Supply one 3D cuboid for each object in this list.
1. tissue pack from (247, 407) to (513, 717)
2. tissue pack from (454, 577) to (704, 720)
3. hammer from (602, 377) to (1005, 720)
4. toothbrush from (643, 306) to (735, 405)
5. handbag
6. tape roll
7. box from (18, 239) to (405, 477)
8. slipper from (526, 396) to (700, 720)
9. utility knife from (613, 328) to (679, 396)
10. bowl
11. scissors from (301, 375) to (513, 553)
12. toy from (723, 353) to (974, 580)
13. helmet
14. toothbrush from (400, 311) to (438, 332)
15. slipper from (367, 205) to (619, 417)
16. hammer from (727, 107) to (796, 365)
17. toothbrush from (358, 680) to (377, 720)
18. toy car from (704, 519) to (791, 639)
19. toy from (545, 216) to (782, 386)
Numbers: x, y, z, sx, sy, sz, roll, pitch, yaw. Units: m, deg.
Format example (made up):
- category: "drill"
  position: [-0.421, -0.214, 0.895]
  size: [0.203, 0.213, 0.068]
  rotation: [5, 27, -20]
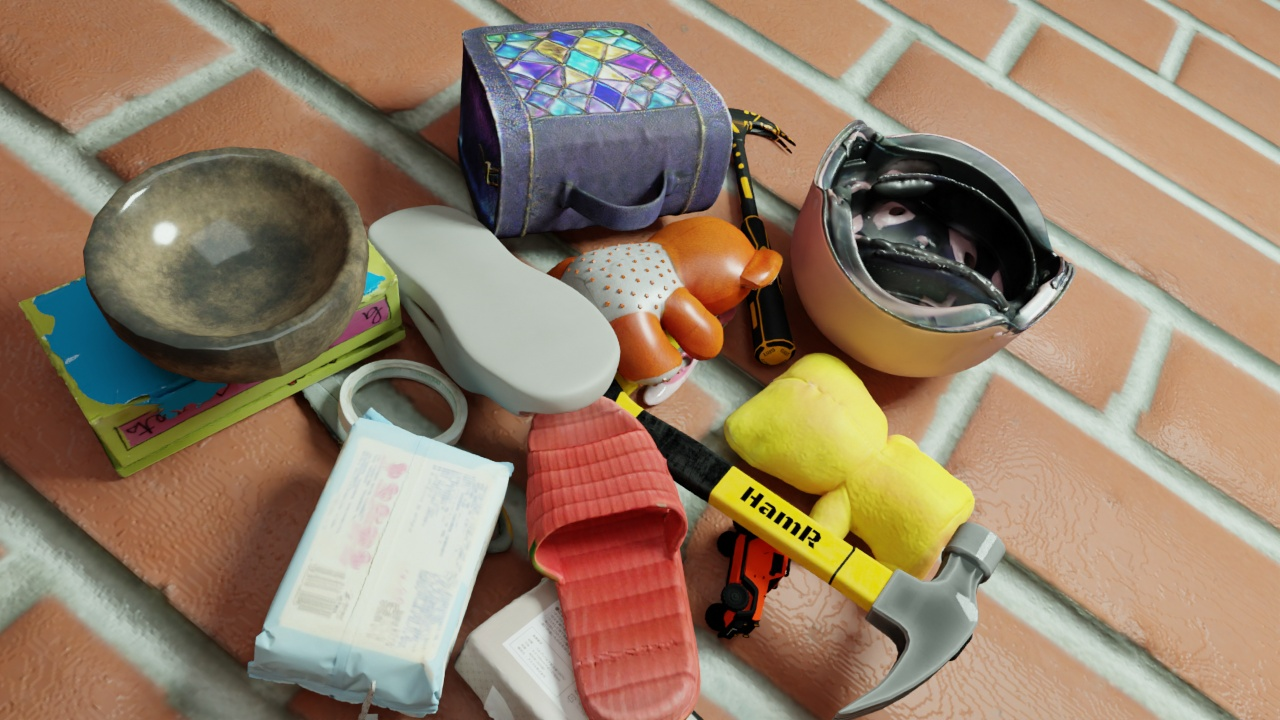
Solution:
- category: "tissue pack"
  position: [-0.156, 0.124, 0.583]
  size: [0.112, 0.070, 0.181]
  rotation: [17, 54, -4]
- category: "tissue pack"
  position: [-0.033, 0.232, 0.579]
  size: [0.181, 0.071, 0.103]
  rotation: [45, 41, 13]
- category: "hammer"
  position: [0.079, 0.107, 0.647]
  size: [0.324, 0.034, 0.169]
  rotation: [33, 60, 20]
- category: "toothbrush"
  position: [0.043, -0.004, 0.783]
  size: [0.021, 0.016, 0.134]
  rotation: [37, 57, 10]
- category: "handbag"
  position: [-0.047, -0.190, 0.796]
  size: [0.204, 0.126, 0.222]
  rotation: [-12, 50, -24]
- category: "tape roll"
  position: [-0.175, 0.035, 0.677]
  size: [0.093, 0.013, 0.092]
  rotation: [14, 39, -12]
- category: "box"
  position: [-0.295, -0.028, 0.653]
  size: [0.220, 0.082, 0.124]
  rotation: [-34, 69, -25]
- category: "slipper"
  position: [-0.021, 0.112, 0.592]
  size: [0.103, 0.059, 0.248]
  rotation: [-15, 52, -3]
- category: "utility knife"
  position: [-0.005, 0.004, 0.760]
  size: [0.030, 0.019, 0.218]
  rotation: [36, 50, 15]
- category: "bowl"
  position: [-0.255, -0.054, 0.586]
  size: [0.162, 0.070, 0.162]
  rotation: [5, 57, -8]
- category: "scissors"
  position: [-0.198, 0.079, 0.654]
  size: [0.228, 0.016, 0.133]
  rotation: [40, 57, 13]
- category: "toy"
  position: [0.166, 0.084, 0.717]
  size: [0.134, 0.088, 0.194]
  rotation: [-34, 72, -28]
- category: "helmet"
  position: [0.243, -0.088, 0.812]
  size: [0.230, 0.153, 0.254]
  rotation: [29, 52, 7]
- category: "toothbrush"
  position: [-0.219, -0.055, 0.739]
  size: [0.184, 0.016, 0.015]
  rotation: [31, 54, 6]
- category: "slipper"
  position: [-0.119, -0.027, 0.700]
  size: [0.112, 0.081, 0.266]
  rotation: [-24, 49, -36]
- category: "hammer"
  position: [0.109, -0.131, 0.877]
  size: [0.123, 0.036, 0.319]
  rotation: [5, 54, -14]
- category: "toothbrush"
  position: [-0.144, 0.188, 0.495]
  size: [0.010, 0.182, 0.010]
  rotation: [5, 62, -17]
- category: "toy car"
  position: [0.081, 0.152, 0.666]
  size: [0.049, 0.051, 0.100]
  rotation: [16, 54, -3]
- category: "toy"
  position: [0.020, -0.061, 0.755]
  size: [0.172, 0.093, 0.164]
  rotation: [-26, 42, -21]
